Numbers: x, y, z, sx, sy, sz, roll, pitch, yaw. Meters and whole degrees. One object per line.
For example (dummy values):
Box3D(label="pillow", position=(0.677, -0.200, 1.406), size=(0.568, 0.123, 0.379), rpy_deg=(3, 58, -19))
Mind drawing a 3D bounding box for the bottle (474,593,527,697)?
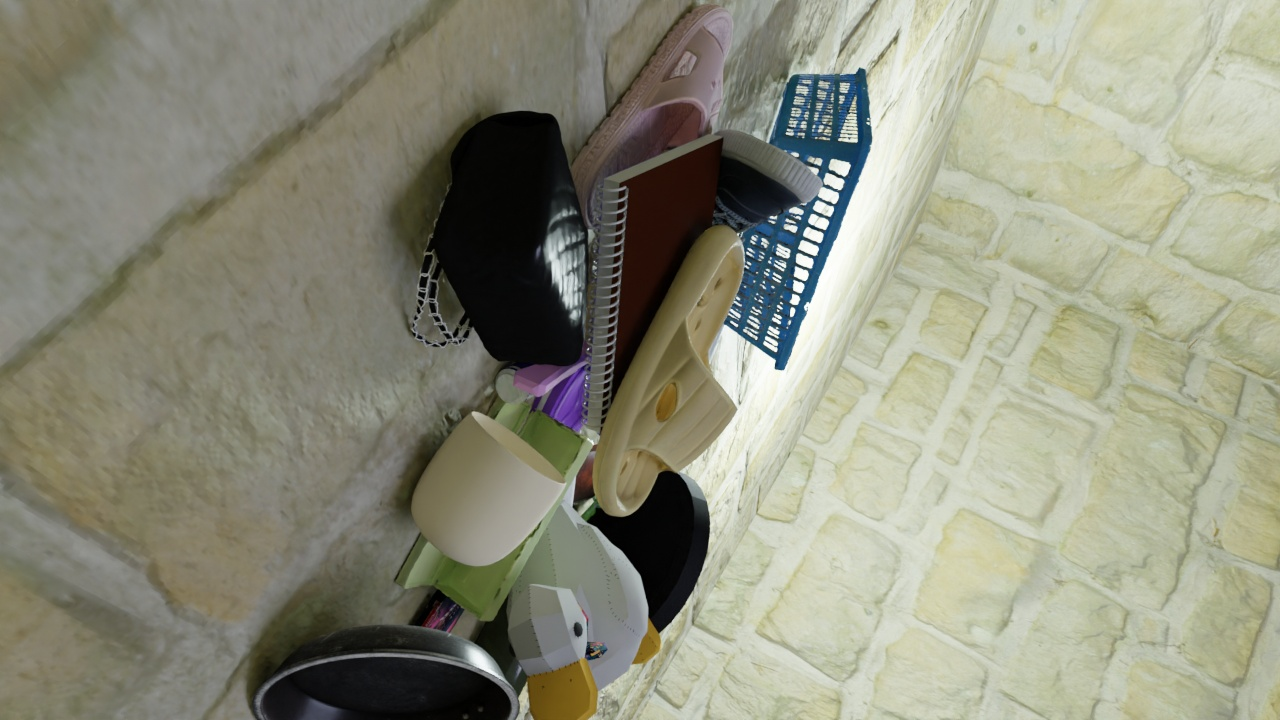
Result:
Box3D(label="bottle", position=(-0.138, 0.303, 1.020), size=(0.207, 0.071, 0.071), rpy_deg=(-63, 163, -1))

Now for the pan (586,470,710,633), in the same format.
Box3D(label="pan", position=(0.015, 0.172, 1.114), size=(0.034, 0.226, 0.355), rpy_deg=(33, 69, -30))

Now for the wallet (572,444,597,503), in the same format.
Box3D(label="wallet", position=(-0.066, 0.131, 1.063), size=(0.072, 0.019, 0.123), rpy_deg=(-65, 163, 6))

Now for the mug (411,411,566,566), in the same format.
Box3D(label="mug", position=(-0.122, 0.111, 0.733), size=(0.100, 0.096, 0.120), rpy_deg=(-52, 156, 0))

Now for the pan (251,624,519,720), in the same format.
Box3D(label="pan", position=(-0.127, 0.292, 0.720), size=(0.188, 0.356, 0.055), rpy_deg=(-33, -139, 27))

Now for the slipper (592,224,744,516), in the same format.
Box3D(label="slipper", position=(0.043, 0.012, 0.753), size=(0.261, 0.079, 0.111), rpy_deg=(-67, 153, -10))

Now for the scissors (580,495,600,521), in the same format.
Box3D(label="scissors", position=(-0.047, 0.163, 1.103), size=(0.172, 0.025, 0.159), rpy_deg=(-45, 176, 25))

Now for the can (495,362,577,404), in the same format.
Box3D(label="can", position=(-0.089, 0.010, 0.795), size=(0.095, 0.032, 0.032), rpy_deg=(-32, 145, -59))

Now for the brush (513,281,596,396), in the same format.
Box3D(label="brush", position=(-0.037, -0.024, 0.802), size=(0.228, 0.089, 0.043), rpy_deg=(-32, 140, -59))

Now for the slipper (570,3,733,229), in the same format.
Box3D(label="slipper", position=(0.025, -0.196, 0.769), size=(0.238, 0.064, 0.094), rpy_deg=(-54, 161, -22))

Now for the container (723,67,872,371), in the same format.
Box3D(label="container", position=(0.170, -0.183, 1.034), size=(0.361, 0.089, 0.258), rpy_deg=(-67, 175, -60))

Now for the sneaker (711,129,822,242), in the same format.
Box3D(label="sneaker", position=(0.077, -0.147, 0.833), size=(0.087, 0.089, 0.236), rpy_deg=(-62, -161, -2))

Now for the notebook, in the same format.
Box3D(label="notebook", position=(0.010, -0.062, 0.744), size=(0.171, 0.022, 0.209), rpy_deg=(-37, 140, -50))

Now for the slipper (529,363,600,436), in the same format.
Box3D(label="slipper", position=(-0.006, 0.005, 0.943), size=(0.265, 0.084, 0.107), rpy_deg=(-48, 158, -40))

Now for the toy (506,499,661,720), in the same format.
Box3D(label="toy", position=(-0.068, 0.243, 0.891), size=(0.141, 0.246, 0.268), rpy_deg=(-19, 149, 5))

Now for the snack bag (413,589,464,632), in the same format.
Box3D(label="snack bag", position=(-0.215, 0.281, 0.858), size=(0.155, 0.018, 0.075), rpy_deg=(-57, 163, -14))

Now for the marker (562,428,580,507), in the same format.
Box3D(label="marker", position=(-0.080, 0.131, 0.980), size=(0.027, 0.023, 0.133), rpy_deg=(-14, 123, -39))

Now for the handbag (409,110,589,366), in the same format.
Box3D(label="handbag", position=(-0.093, -0.079, 0.605), size=(0.154, 0.115, 0.125), rpy_deg=(72, 24, -63))

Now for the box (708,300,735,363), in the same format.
Box3D(label="box", position=(0.048, -0.007, 1.096), size=(0.215, 0.083, 0.122), rpy_deg=(-66, 166, 10))

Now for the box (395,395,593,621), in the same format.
Box3D(label="box", position=(-0.121, 0.132, 0.805), size=(0.188, 0.083, 0.091), rpy_deg=(-62, 168, -3))
